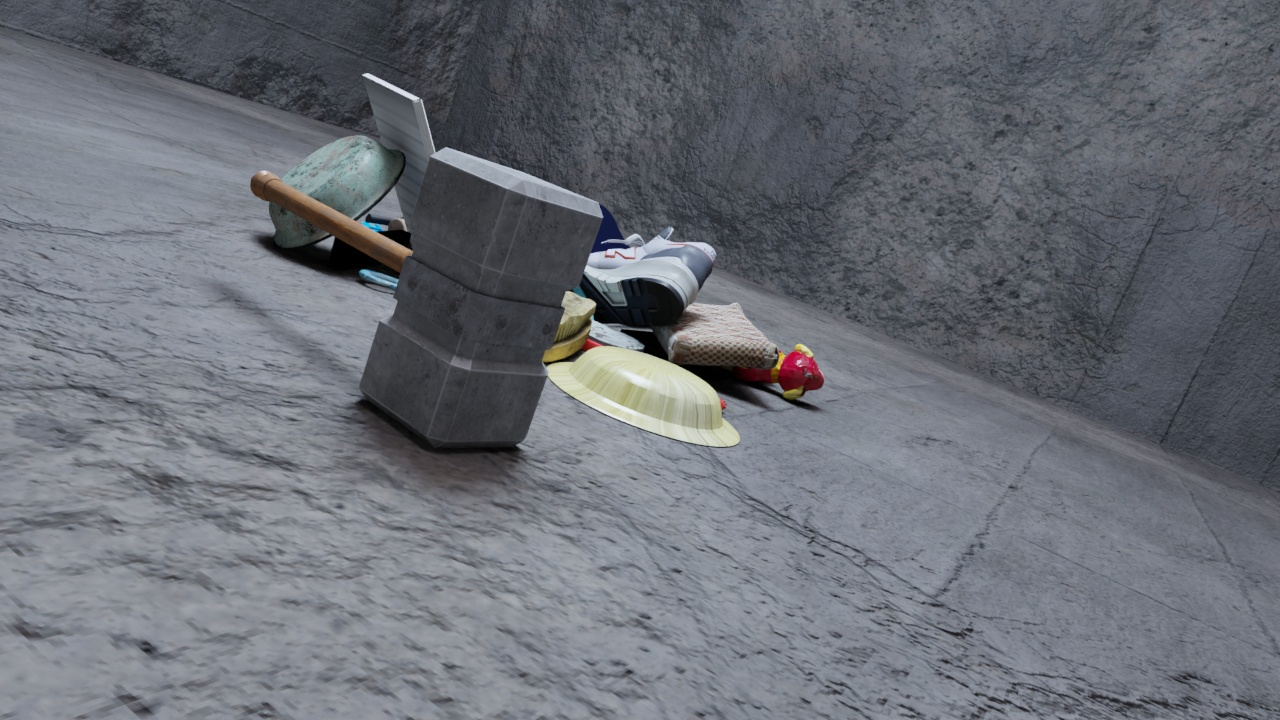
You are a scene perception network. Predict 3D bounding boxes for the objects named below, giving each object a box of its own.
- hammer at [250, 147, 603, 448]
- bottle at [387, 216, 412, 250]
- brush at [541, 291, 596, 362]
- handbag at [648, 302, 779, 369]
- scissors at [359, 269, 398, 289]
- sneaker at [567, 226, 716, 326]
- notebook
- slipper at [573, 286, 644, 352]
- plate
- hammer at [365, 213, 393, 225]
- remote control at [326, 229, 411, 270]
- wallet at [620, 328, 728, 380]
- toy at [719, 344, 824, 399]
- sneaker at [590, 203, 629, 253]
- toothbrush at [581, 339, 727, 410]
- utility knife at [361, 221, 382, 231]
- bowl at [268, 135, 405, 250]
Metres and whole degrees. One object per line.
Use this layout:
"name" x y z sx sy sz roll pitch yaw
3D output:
"hammer" -0.184 -0.080 0.627 0.318 0.163 0.082 28 13 34
"bottle" -0.246 -0.150 1.133 0.068 0.068 0.156 26 12 27
"brush" -0.086 -0.034 0.893 0.059 0.043 0.195 21 16 10
"handbag" 0.080 -0.028 1.074 0.124 0.047 0.185 4 17 -9
"scissors" -0.224 -0.074 0.941 0.134 0.011 0.140 16 10 -25
"sneaker" -0.004 -0.107 1.105 0.240 0.089 0.124 14 46 45
"notebook" -0.235 -0.185 0.966 0.009 0.210 0.143 -26 37 -25
"slipper" -0.106 -0.073 1.052 0.269 0.055 0.098 29 18 34
"plate" 0.009 0.021 0.825 0.184 0.036 0.184 20 10 -4
"hammer" -0.243 -0.183 1.289 0.324 0.095 0.015 1 53 -53
"remote control" -0.285 -0.119 0.973 0.013 0.034 0.149 22 13 7
"wallet" 0.037 -0.005 1.071 0.116 0.018 0.091 27 12 25
"toy" 0.154 0.005 1.128 0.137 0.067 0.105 17 14 34
"sneaker" -0.099 -0.187 1.421 0.118 0.091 0.233 19 -9 28
"toothbrush" -0.006 0.006 0.944 0.213 0.012 0.017 24 11 21
"utility knife" -0.313 -0.145 1.132 0.031 0.015 0.221 9 17 -31
"bowl" -0.312 -0.176 0.919 0.157 0.157 0.038 34 -19 51
